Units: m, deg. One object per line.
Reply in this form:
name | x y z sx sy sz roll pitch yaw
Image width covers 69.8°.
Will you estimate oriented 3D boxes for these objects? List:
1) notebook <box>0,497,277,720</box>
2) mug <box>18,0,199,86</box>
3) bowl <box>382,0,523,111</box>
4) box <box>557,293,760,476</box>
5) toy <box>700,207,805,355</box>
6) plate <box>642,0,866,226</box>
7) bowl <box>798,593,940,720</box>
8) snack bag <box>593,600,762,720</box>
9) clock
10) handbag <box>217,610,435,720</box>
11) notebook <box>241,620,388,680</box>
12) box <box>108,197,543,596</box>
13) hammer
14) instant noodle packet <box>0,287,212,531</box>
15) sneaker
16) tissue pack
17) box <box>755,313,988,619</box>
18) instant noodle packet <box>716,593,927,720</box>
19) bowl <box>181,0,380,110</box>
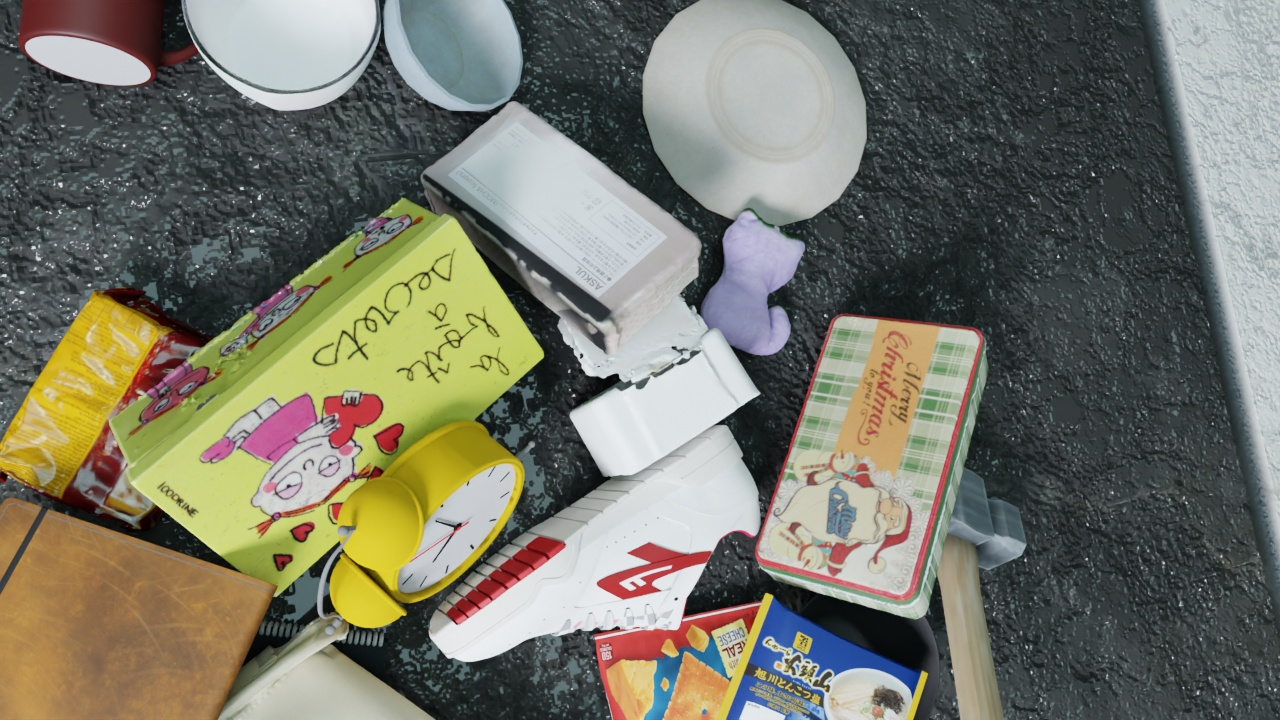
notebook | -0.319 0.207 0.462 0.178 0.014 0.248 16 69 7
mug | -0.322 -0.220 0.574 0.105 0.073 0.082 9 80 -45
bowl | -0.133 -0.217 0.624 0.106 0.039 0.106 14 71 -47
box | -0.006 -0.002 0.617 0.109 0.103 0.130 -33 91 -16
toy | 0.087 -0.055 0.684 0.080 0.036 0.099 26 82 -22
plate | 0.095 -0.198 0.706 0.188 0.027 0.188 2 83 -16
bowl | 0.146 0.217 0.658 0.124 0.053 0.124 2 83 -16
snack bag | 0.040 0.249 0.631 0.130 0.039 0.144 -7 80 -17
clock | -0.130 0.099 0.552 0.052 0.114 0.151 36 40 20
handbag | -0.161 0.264 0.518 0.229 0.132 0.183 38 70 -12
notebook | -0.272 0.231 0.558 0.206 0.016 0.149 11 82 -15
box | -0.179 0.016 0.550 0.220 0.082 0.124 -40 131 -16
hammer | 0.221 0.216 0.602 0.117 0.051 0.322 24 47 -22
instant noodle packet | -0.312 0.029 0.558 0.098 0.040 0.135 28 79 -13
sneaker | -0.016 0.144 0.609 0.236 0.090 0.104 -32 97 -22
tissue pack | -0.048 -0.088 0.611 0.181 0.071 0.103 37 69 25
box | 0.163 0.066 0.639 0.118 0.050 0.205 11 65 30
instant noodle packet | 0.123 0.223 0.609 0.134 0.026 0.087 28 74 -11
bowl | -0.229 -0.215 0.596 0.116 0.066 0.116 2 83 -16
